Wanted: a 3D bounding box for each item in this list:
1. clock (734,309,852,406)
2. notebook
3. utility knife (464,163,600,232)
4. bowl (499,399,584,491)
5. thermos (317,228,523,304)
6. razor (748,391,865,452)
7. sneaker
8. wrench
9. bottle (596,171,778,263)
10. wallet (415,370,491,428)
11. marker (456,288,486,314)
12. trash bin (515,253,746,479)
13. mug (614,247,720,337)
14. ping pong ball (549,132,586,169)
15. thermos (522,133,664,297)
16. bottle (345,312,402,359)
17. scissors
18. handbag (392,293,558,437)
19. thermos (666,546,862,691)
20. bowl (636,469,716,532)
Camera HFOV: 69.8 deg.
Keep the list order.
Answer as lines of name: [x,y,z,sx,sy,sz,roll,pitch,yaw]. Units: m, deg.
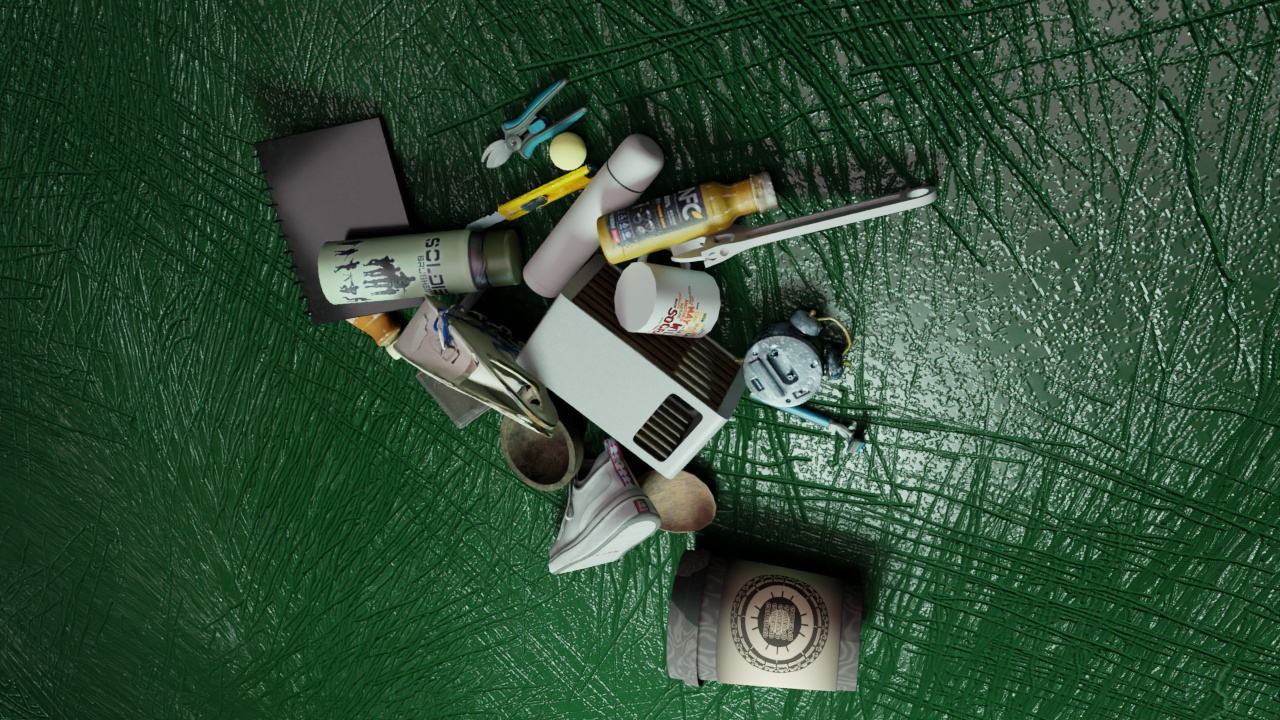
clock: [0.171,-0.003,1.015,0.130,0.052,0.090,-29,104,28]
notebook: [-0.364,-0.166,1.123,0.169,0.019,0.231,-9,109,8]
utility knife: [-0.126,-0.182,1.057,0.207,0.018,0.030,-15,147,33]
bowl: [-0.119,0.103,1.198,0.121,0.056,0.121,12,114,30]
thermos: [-0.254,-0.111,1.088,0.231,0.082,0.082,-5,118,4]
razor: [0.194,0.066,1.070,0.144,0.022,0.042,26,162,11]
sneaker: [-0.067,0.204,1.223,0.264,0.096,0.128,-50,52,51]
wrench: [0.161,-0.141,0.940,0.274,0.086,0.018,-12,114,17]
bottle: [0.049,-0.151,0.957,0.186,0.053,0.053,-15,113,12]
wallet: [-0.236,0.029,1.224,0.120,0.031,0.099,-32,100,35]
marker: [-0.237,-0.055,1.181,0.016,0.016,0.141,42,126,-5]
trash bin: [-0.006,0.006,1.059,0.229,0.114,0.115,37,126,-1]
mug: [0.029,-0.079,1.004,0.074,0.089,0.105,-19,72,51]
ping pong ball: [-0.079,-0.227,0.997,0.040,0.040,0.040,11,122,17]
thermos: [-0.053,-0.159,1.020,0.052,0.052,0.225,41,126,-4]
bottle: [-0.365,-0.072,1.199,0.059,0.059,0.167,-33,104,34]
scissors: [-0.117,-0.254,1.011,0.148,0.019,0.132,17,123,12]
handbag: [-0.173,0.010,1.073,0.199,0.200,0.093,37,92,31]
thermos: [0.160,0.334,1.159,0.226,0.172,0.173,4,120,14]
bowl: [0.046,0.176,1.192,0.114,0.026,0.102,-13,114,29]
